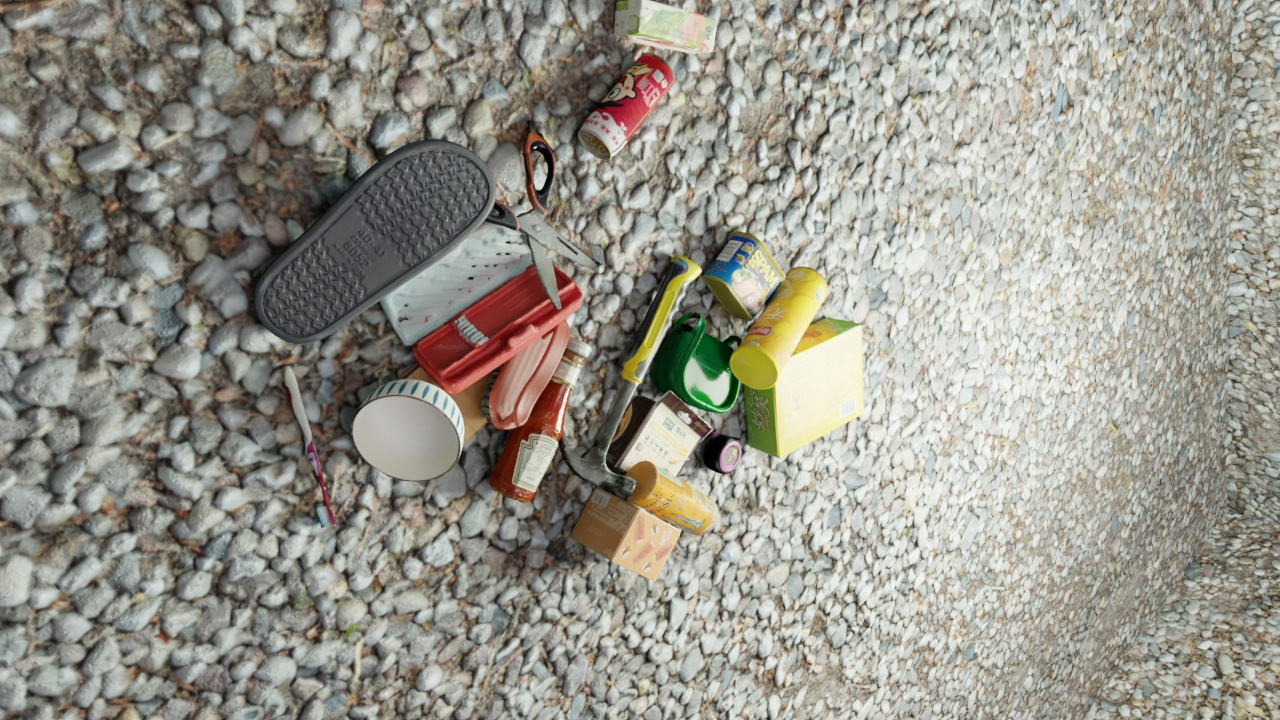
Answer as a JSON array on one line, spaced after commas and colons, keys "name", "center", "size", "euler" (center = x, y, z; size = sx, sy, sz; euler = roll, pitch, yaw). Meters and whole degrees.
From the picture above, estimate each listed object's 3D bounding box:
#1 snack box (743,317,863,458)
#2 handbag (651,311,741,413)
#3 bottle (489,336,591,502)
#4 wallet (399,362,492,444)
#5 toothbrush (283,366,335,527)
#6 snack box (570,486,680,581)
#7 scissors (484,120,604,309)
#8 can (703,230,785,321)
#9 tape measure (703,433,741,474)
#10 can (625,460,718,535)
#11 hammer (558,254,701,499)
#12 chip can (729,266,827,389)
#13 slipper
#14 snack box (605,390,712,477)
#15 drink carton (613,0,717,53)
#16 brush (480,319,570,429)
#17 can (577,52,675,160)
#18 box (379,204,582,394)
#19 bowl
[{"name": "snack box", "center": [0.254, 0.038, 1.419], "size": [0.209, 0.070, 0.158], "euler": [-22, 116, -34]}, {"name": "handbag", "center": [0.085, 0.005, 1.265], "size": [0.131, 0.068, 0.120], "euler": [24, 85, -42]}, {"name": "bottle", "center": [-0.117, 0.069, 1.112], "size": [0.059, 0.060, 0.206], "euler": [28, 85, -42]}, {"name": "wallet", "center": [-0.210, 0.034, 1.054], "size": [0.101, 0.020, 0.115], "euler": [-44, 125, -26]}, {"name": "toothbrush", "center": [-0.347, 0.092, 0.955], "size": [0.017, 0.016, 0.188], "euler": [-18, 115, -25]}, {"name": "snack box", "center": [-0.020, 0.231, 1.223], "size": [0.094, 0.093, 0.077], "euler": [35, 79, -41]}, {"name": "scissors", "center": [-0.131, -0.164, 1.023], "size": [0.188, 0.015, 0.225], "euler": [-3, 82, -31]}, {"name": "can", "center": [0.145, -0.117, 1.290], "size": [0.083, 0.057, 0.102], "euler": [-53, 129, -13]}, {"name": "tape measure", "center": [0.120, 0.137, 1.353], "size": [0.057, 0.039, 0.057], "euler": [0, 102, -46]}, {"name": "can", "center": [0.042, 0.186, 1.227], "size": [0.146, 0.058, 0.058], "euler": [35, 79, -41]}, {"name": "hammer", "center": [-0.007, 0.007, 1.189], "size": [0.126, 0.032, 0.322], "euler": [28, 76, -13]}, {"name": "chip can", "center": [0.200, -0.049, 1.304], "size": [0.212, 0.072, 0.072], "euler": [-52, 132, -42]}, {"name": "slipper", "center": [-0.271, -0.126, 0.924], "size": [0.268, 0.083, 0.111], "euler": [-40, 116, -5]}, {"name": "snack box", "center": [0.021, 0.113, 1.250], "size": [0.113, 0.053, 0.125], "euler": [43, 74, -40]}, {"name": "drink carton", "center": [0.030, -0.402, 1.110], "size": [0.122, 0.053, 0.045], "euler": [-4, 105, -39]}, {"name": "brush", "center": [-0.132, 0.014, 1.061], "size": [0.063, 0.069, 0.145], "euler": [43, 60, -38]}, {"name": "can", "center": [-0.017, -0.303, 1.098], "size": [0.132, 0.053, 0.053], "euler": [-53, 130, -16]}, {"name": "box", "center": [-0.176, -0.068, 1.025], "size": [0.200, 0.074, 0.154], "euler": [-38, 96, -25]}, {"name": "bowl", "center": [-0.244, 0.066, 0.987], "size": [0.066, 0.116, 0.116], "euler": [-84, 156, -56]}]
